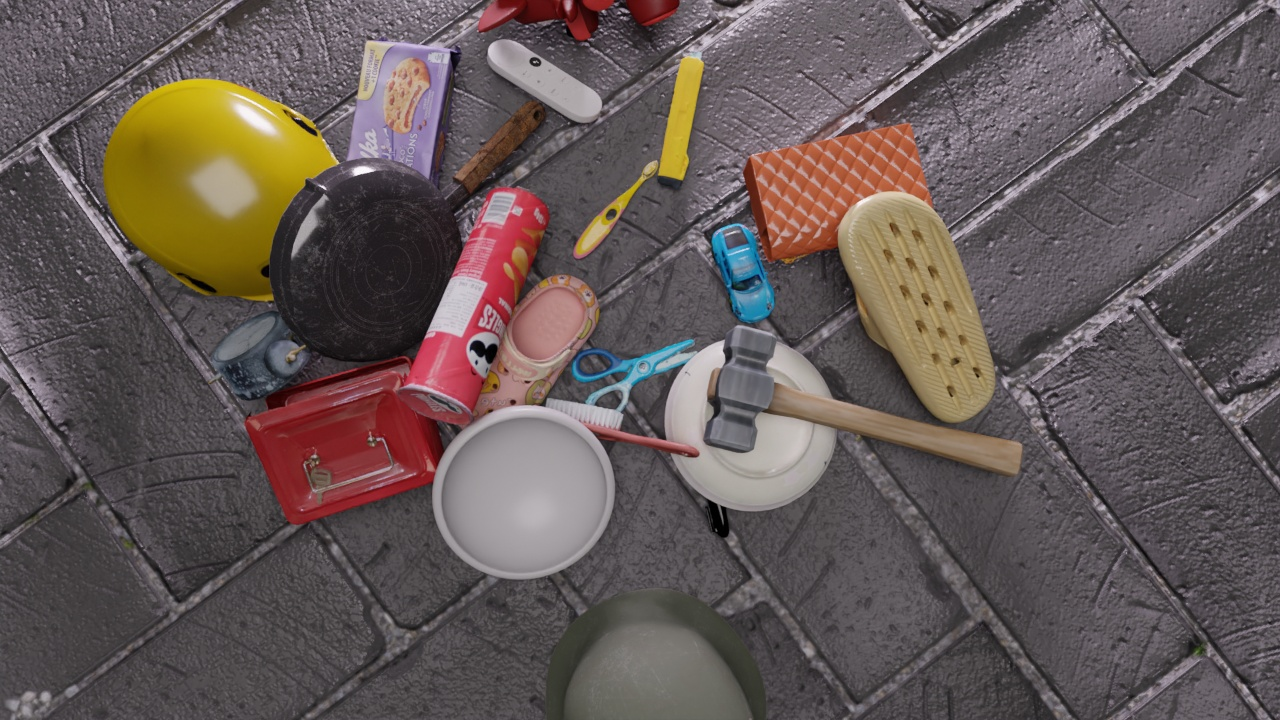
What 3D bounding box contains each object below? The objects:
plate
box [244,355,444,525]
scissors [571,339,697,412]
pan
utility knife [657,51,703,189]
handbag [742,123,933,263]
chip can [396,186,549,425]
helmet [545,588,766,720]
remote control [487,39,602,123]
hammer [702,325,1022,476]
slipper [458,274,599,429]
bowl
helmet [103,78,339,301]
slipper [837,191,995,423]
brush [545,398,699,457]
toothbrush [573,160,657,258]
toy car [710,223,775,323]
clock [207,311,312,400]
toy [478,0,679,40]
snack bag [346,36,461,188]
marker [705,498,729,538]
[{"bbox_3d":[0.117,0.062,0.939,0.182,0.034,0.182,1,81,-6],"label":"plate"},{"bbox_3d":[-0.287,0.076,0.921,0.157,0.122,0.136,-16,104,-5],"label":"box"},{"bbox_3d":[-0.005,0.002,0.963,0.140,0.015,0.083,-27,87,0],"label":"scissors"},{"bbox_3d":[-0.205,-0.146,0.911,0.040,0.208,0.356,23,64,41],"label":"pan"},{"bbox_3d":[0.045,-0.258,0.981,0.030,0.017,0.155,12,86,-5],"label":"utility knife"},{"bbox_3d":[0.204,-0.168,0.953,0.172,0.060,0.108,-12,81,-4],"label":"handbag"},{"bbox_3d":[-0.156,-0.057,0.885,0.073,0.073,0.232,18,66,1],"label":"chip can"},{"bbox_3d":[0.021,0.363,0.865,0.227,0.154,0.267,-20,86,-2],"label":"helmet"},{"bbox_3d":[-0.102,-0.297,0.975,0.136,0.013,0.043,32,59,2],"label":"remote control"},{"bbox_3d":[0.224,0.061,0.910,0.323,0.051,0.117,14,80,-6],"label":"hammer"},{"bbox_3d":[-0.121,-0.008,0.929,0.093,0.081,0.197,38,84,3],"label":"slipper"},{"bbox_3d":[-0.117,0.124,0.915,0.176,0.066,0.177,-2,104,-11],"label":"bowl"},{"bbox_3d":[-0.410,-0.173,0.885,0.240,0.139,0.209,29,86,18],"label":"helmet"},{"bbox_3d":[0.280,-0.056,0.941,0.111,0.079,0.261,-32,105,-5],"label":"slipper"},{"bbox_3d":[-0.021,0.068,0.928,0.172,0.041,0.030,10,75,16],"label":"brush"},{"bbox_3d":[-0.026,-0.161,0.972,0.021,0.016,0.135,40,86,-2],"label":"toothbrush"},{"bbox_3d":[0.109,-0.092,0.961,0.048,0.032,0.105,-18,88,-3],"label":"toy car"},{"bbox_3d":[-0.365,-0.009,0.912,0.130,0.090,0.052,-16,127,19],"label":"clock"},{"bbox_3d":[-0.066,-0.391,0.938,0.197,0.121,0.158,-13,49,8],"label":"toy"},{"bbox_3d":[-0.248,-0.229,0.955,0.096,0.058,0.205,10,89,4],"label":"snack bag"},{"bbox_3d":[0.069,0.116,0.952,0.022,0.016,0.138,-12,85,-19],"label":"marker"}]
